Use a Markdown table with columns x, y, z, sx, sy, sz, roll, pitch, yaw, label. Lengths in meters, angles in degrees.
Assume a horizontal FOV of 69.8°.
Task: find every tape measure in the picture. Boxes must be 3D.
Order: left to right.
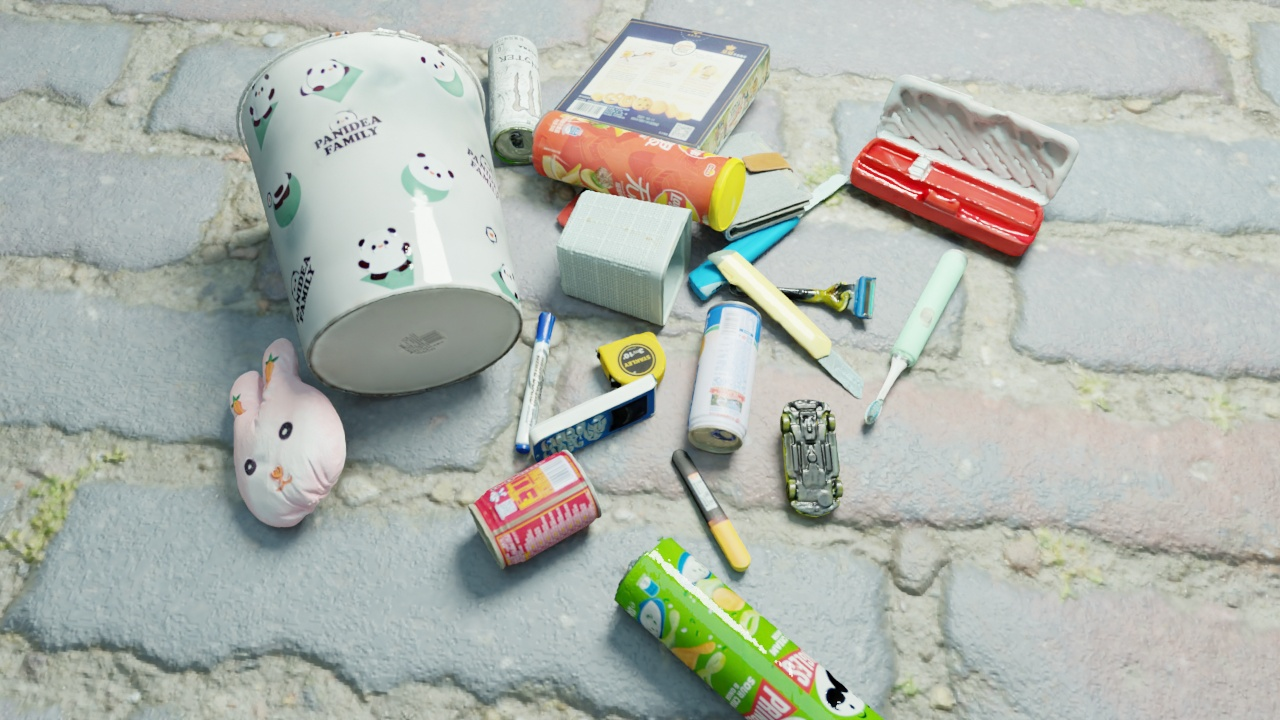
| x | y | z | sx | sy | sz | roll | pitch | yaw | label |
| --- | --- | --- | --- | --- | --- | --- | --- | --- | --- |
| -0.005 | 0.005 | 0.857 | 0.060 | 0.029 | 0.057 | -20 | 61 | -13 | tape measure |

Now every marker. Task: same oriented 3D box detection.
| x | y | z | sx | sy | sz | roll | pitch | yaw | label |
| --- | --- | --- | --- | --- | --- | --- | --- | --- | --- |
| -0.098 | 0.019 | 0.853 | 0.017 | 0.017 | 0.145 | 6 | 59 | 2 | marker |
| 0.060 | 0.128 | 0.795 | 0.018 | 0.015 | 0.123 | -22 | 60 | -16 | marker |

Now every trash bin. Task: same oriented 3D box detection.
| x | y | z | sx | sy | sz | roll | pitch | yaw | label |
| --- | --- | --- | --- | --- | --- | --- | --- | --- | --- |
| -0.225 | -0.119 | 0.823 | 0.229 | 0.230 | 0.251 | -14 | 66 | -10 | trash bin |

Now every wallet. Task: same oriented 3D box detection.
| x | y | z | sx | sy | sz | roll | pitch | yaw | label |
| --- | --- | --- | --- | --- | --- | --- | --- | --- | --- |
| 0.108 | -0.192 | 0.966 | 0.106 | 0.037 | 0.129 | -21 | 53 | -11 | wallet |

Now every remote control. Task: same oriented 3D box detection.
| x | y | z | sx | sy | sz | roll | pitch | yaw | label |
| --- | --- | --- | --- | --- | --- | --- | --- | --- | --- |
| -0.041 | 0.052 | 0.816 | 0.124 | 0.049 | 0.024 | -23 | 60 | -15 | remote control |

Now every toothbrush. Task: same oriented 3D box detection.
| x | y | z | sx | sy | sz | roll | pitch | yaw | label |
| --- | --- | --- | --- | --- | --- | --- | --- | --- | --- |
| 0.264 | -0.025 | 0.883 | 0.026 | 0.027 | 0.224 | 31 | 63 | 9 | toothbrush |

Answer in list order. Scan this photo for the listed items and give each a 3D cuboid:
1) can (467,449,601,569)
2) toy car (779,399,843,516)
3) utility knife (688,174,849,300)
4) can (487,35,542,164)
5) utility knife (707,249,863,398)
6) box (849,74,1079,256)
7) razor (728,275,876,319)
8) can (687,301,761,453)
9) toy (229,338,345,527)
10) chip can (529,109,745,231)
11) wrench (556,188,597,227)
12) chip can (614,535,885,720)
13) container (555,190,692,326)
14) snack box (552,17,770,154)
| x | y | z | sx | sy | sz | roll | pitch | yaw | label |
| --- | --- | --- | --- | --- | --- | --- | --- | --- | --- |
| -0.088 | 0.124 | 0.761 | 0.093 | 0.067 | 0.066 | -28 | 64 | -17 | can |
| 0.149 | 0.087 | 0.812 | 0.048 | 0.032 | 0.105 | -2 | 71 | -3 | toy car |
| 0.138 | -0.136 | 0.951 | 0.233 | 0.018 | 0.034 | -38 | 53 | -21 | utility knife |
| -0.138 | -0.288 | 1.011 | 0.058 | 0.058 | 0.146 | -5 | 59 | -5 | can |
| 0.143 | -0.040 | 0.884 | 0.031 | 0.021 | 0.201 | -41 | 72 | -13 | utility knife |
| 0.333 | -0.207 | 0.951 | 0.201 | 0.100 | 0.109 | 28 | 50 | 15 | box |
| 0.159 | -0.066 | 0.909 | 0.143 | 0.022 | 0.042 | 5 | 81 | 8 | razor |
| 0.077 | 0.015 | 0.839 | 0.053 | 0.053 | 0.134 | 10 | 59 | 4 | can |
| -0.308 | 0.060 | 0.783 | 0.121 | 0.054 | 0.159 | -43 | 61 | 18 | toy |
| -0.004 | -0.194 | 0.923 | 0.217 | 0.073 | 0.073 | 21 | 60 | 22 | chip can |
| 0.009 | -0.226 | 1.003 | 0.056 | 0.016 | 0.272 | 37 | 64 | 24 | wrench |
| 0.086 | 0.233 | 0.700 | 0.236 | 0.072 | 0.072 | 38 | 65 | 20 | chip can |
| -0.016 | -0.103 | 0.888 | 0.111 | 0.090 | 0.089 | 16 | 59 | 11 | container |
| 0.025 | -0.293 | 1.008 | 0.178 | 0.046 | 0.182 | 21 | 60 | 24 | snack box |
